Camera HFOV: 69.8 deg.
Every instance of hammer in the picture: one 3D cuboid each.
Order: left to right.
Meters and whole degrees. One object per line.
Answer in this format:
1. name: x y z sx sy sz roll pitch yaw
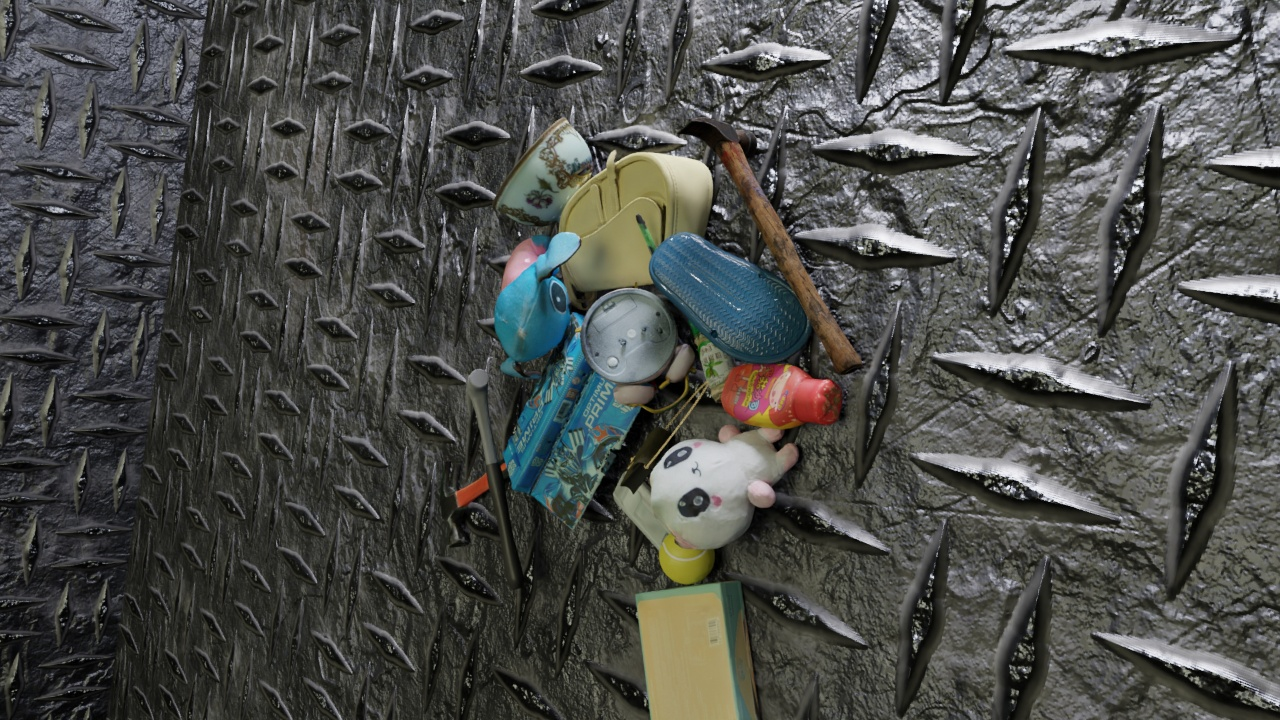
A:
1. hammer: -0.208 0.171 1.312 0.125 0.029 0.310 139 120 -72
2. hammer: -0.209 0.167 1.379 0.334 0.033 0.133 -35 60 39
3. hammer: 0.146 -0.129 1.000 0.033 0.119 0.330 -41 65 36

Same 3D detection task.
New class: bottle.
1. bottle: 0.089 -0.006 1.082 0.043 0.042 0.110 -30 67 40
2. bottle: 0.155 0.040 1.000 0.134 0.048 0.071 6 66 45

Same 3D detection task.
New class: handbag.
1. handbag: -0.018 -0.165 1.180 0.233 0.088 0.191 -3 87 46
2. handbag: 0.032 0.084 1.095 0.027 0.083 0.179 34 129 -2

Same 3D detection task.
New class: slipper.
1. slipper: 0.098 -0.068 1.050 0.214 0.059 0.103 36 86 24

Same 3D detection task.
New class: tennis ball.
1. tennis ball: 0.055 0.229 1.076 0.065 0.065 0.065 -6 81 46

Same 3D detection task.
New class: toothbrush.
1. toothbrush: 0.034 -0.090 1.107 0.017 0.014 0.188 -9 110 56

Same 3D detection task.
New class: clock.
1. clock: -0.001 -0.010 1.116 0.117 0.059 0.158 -35 77 1

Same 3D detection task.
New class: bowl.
1. bowl: -0.119 -0.244 1.271 0.094 0.159 0.160 40 122 -5

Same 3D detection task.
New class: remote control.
1. remote control: 0.010 0.194 1.157 0.133 0.022 0.050 42 116 40

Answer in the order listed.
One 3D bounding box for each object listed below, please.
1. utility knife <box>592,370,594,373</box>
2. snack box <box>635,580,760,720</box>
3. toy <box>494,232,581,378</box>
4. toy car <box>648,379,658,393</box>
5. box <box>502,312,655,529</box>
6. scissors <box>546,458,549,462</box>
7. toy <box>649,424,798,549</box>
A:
1. utility knife: -0.086 -0.024 1.277 0.020 0.028 0.174 -57 48 19
2. snack box: 0.065 0.361 1.067 0.142 0.044 0.193 -21 71 44
3. toy: -0.140 -0.089 1.214 0.191 0.099 0.225 -100 25 -55
4. toy car: -0.007 0.007 1.193 0.038 0.025 0.089 -36 61 38
5. box: -0.100 0.081 1.214 0.175 0.059 0.244 45 116 39
6. scissors: -0.107 0.160 1.292 0.127 0.011 0.123 -49 51 32
7. toy: 0.095 0.135 1.032 0.180 0.101 0.138 -37 46 16
